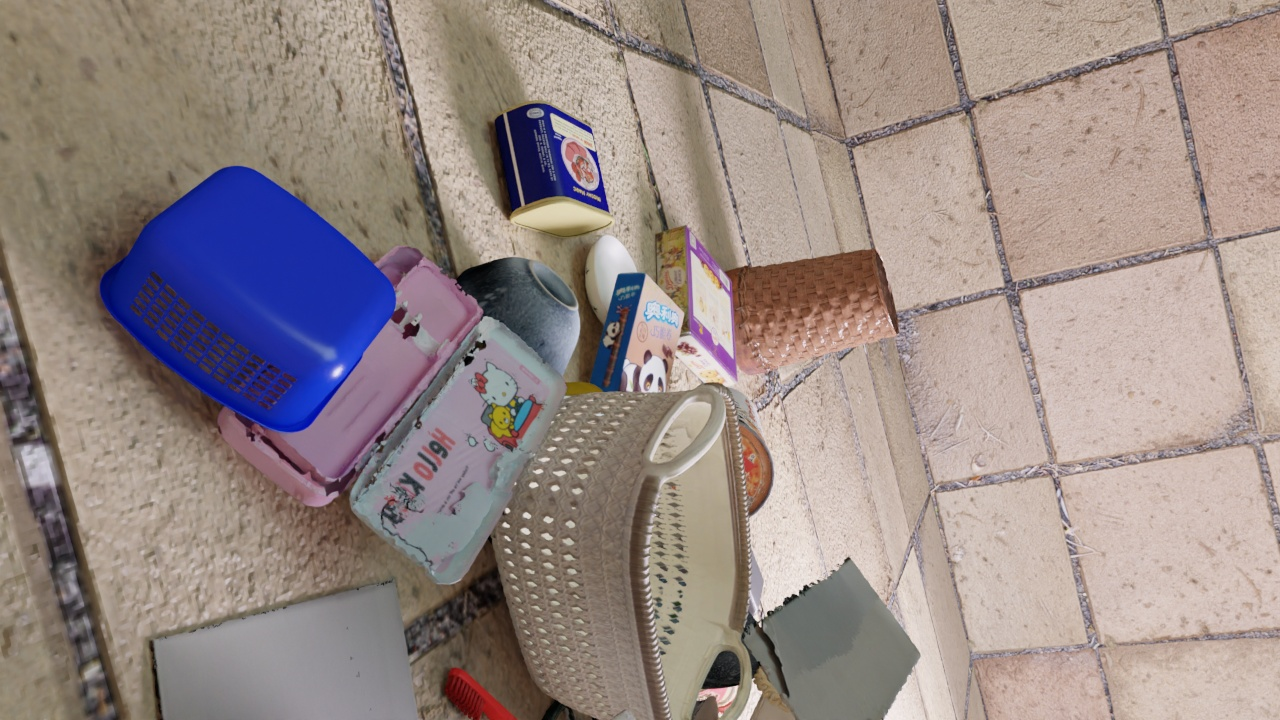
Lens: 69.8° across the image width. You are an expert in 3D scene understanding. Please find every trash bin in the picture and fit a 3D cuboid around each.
[{"bbox_3d":[0.229,-0.074,1.241,0.151,0.210,0.151,44,39,-52],"label":"trash bin"}]

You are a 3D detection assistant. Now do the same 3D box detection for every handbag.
[{"bbox_3d":[0.038,0.380,0.744,0.151,0.074,0.176,-14,95,-67],"label":"handbag"},{"bbox_3d":[0.123,0.351,0.737,0.210,0.103,0.208,6,99,-69],"label":"handbag"}]

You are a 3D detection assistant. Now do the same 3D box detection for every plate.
[{"bbox_3d":[-0.030,-0.068,0.888,0.104,0.026,0.104,45,38,-52],"label":"plate"}]

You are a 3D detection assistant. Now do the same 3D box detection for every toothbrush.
[{"bbox_3d":[-0.064,0.273,0.617,0.212,0.012,0.017,54,30,-28],"label":"toothbrush"}]

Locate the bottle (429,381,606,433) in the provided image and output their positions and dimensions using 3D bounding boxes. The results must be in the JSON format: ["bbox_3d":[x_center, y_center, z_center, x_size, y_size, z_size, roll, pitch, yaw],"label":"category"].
[{"bbox_3d":[-0.085,0.041,0.673,0.186,0.053,0.053,5,73,-65],"label":"bottle"}]

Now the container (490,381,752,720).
[{"bbox_3d":[-0.002,0.137,0.633,0.184,0.143,0.246,-53,142,-52],"label":"container"}]

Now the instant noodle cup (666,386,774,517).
[{"bbox_3d":[0.077,0.088,0.946,0.121,0.124,0.124,-66,138,-67],"label":"instant noodle cup"}]

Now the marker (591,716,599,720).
[{"bbox_3d":[-0.009,0.283,0.766,0.138,0.016,0.022,21,90,-63],"label":"marker"}]

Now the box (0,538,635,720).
[{"bbox_3d":[-0.199,0.183,0.482,0.167,0.422,0.173,8,108,-65],"label":"box"}]

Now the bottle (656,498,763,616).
[{"bbox_3d":[0.072,0.213,0.898,0.174,0.084,0.046,67,25,-24],"label":"bottle"}]

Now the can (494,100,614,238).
[{"bbox_3d":[-0.075,-0.164,0.801,0.116,0.057,0.092,3,74,-66],"label":"can"}]

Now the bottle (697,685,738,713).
[{"bbox_3d":[0.066,0.308,0.882,0.109,0.044,0.044,47,37,-48],"label":"bottle"}]

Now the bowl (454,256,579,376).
[{"bbox_3d":[-0.081,-0.038,0.675,0.110,0.055,0.110,43,17,-17],"label":"bowl"}]

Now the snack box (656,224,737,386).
[{"bbox_3d":[0.068,-0.061,1.085,0.143,0.041,0.147,42,41,-52],"label":"snack box"}]

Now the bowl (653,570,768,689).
[{"bbox_3d":[0.038,0.251,0.806,0.057,0.137,0.136,-68,167,22],"label":"bowl"}]

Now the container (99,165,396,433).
[{"bbox_3d":[-0.181,-0.033,0.441,0.114,0.058,0.096,41,37,-16],"label":"container"}]

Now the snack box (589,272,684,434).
[{"bbox_3d":[-0.005,0.005,0.848,0.087,0.034,0.151,40,59,-54],"label":"snack box"}]

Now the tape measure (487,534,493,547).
[{"bbox_3d":[-0.095,0.100,0.643,0.062,0.034,0.061,70,26,-44],"label":"tape measure"}]

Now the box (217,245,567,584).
[{"bbox_3d":[-0.131,0.023,0.538,0.152,0.038,0.200,45,33,-13],"label":"box"}]

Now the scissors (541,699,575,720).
[{"bbox_3d":[-0.051,0.357,0.631,0.201,0.015,0.203,-72,143,-51],"label":"scissors"}]
